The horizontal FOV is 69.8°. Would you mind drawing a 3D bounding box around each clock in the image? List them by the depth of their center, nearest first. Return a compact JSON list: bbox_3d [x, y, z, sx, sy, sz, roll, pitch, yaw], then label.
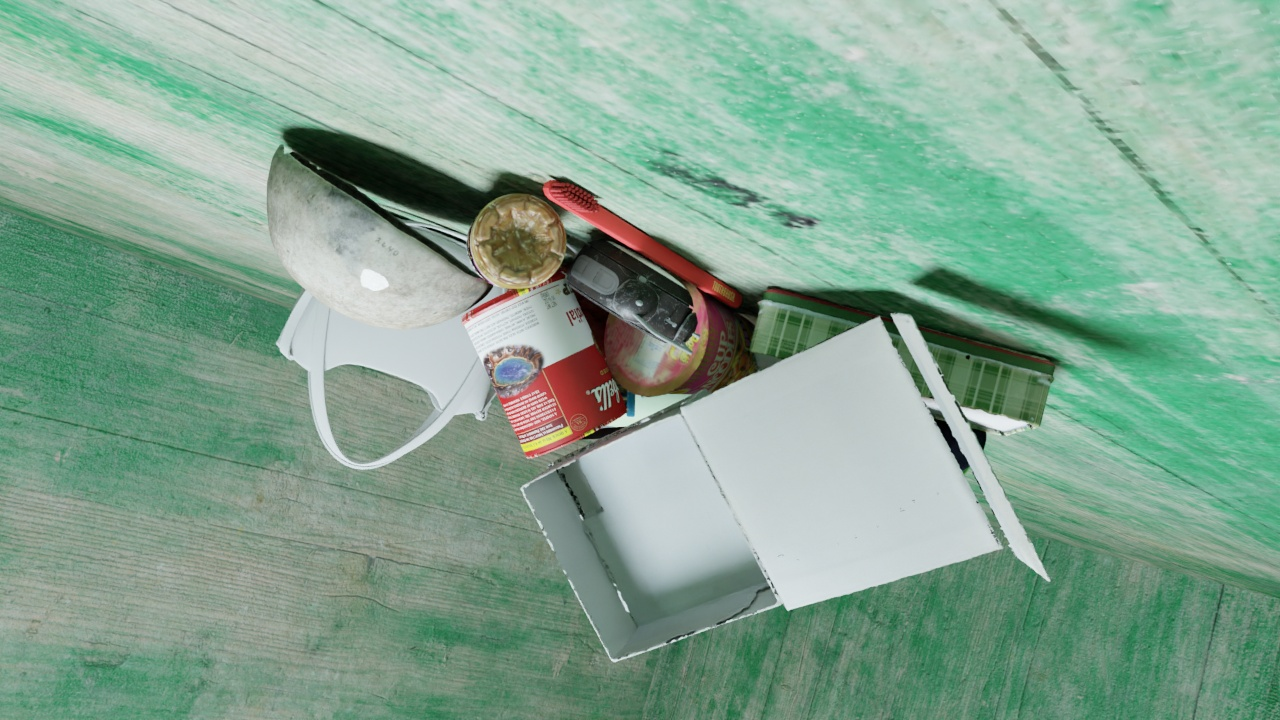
[{"bbox_3d":[-0.002,-0.050,0.645,0.091,0.044,0.123,26,-173,-46],"label":"clock"}]

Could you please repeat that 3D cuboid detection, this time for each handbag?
[{"bbox_3d":[-0.208,-0.006,0.824,0.215,0.222,0.096,20,174,-22],"label":"handbag"}]

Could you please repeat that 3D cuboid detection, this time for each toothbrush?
[{"bbox_3d":[0.014,-0.073,0.617,0.018,0.012,0.212,11,171,42],"label":"toothbrush"}]

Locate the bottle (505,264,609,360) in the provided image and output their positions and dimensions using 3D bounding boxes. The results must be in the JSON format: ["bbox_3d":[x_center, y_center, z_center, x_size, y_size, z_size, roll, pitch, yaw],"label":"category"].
[{"bbox_3d":[-0.061,-0.030,0.779,0.111,0.099,0.099,22,174,2],"label":"bottle"}]

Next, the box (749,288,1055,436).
[{"bbox_3d":[0.183,0.004,0.674,0.206,0.051,0.117,16,176,13],"label":"box"}]

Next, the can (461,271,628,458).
[{"bbox_3d":[-0.072,0.003,0.692,0.086,0.116,0.086,-25,-177,1],"label":"can"}]

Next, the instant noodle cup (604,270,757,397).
[{"bbox_3d":[0.042,-0.012,0.733,0.098,0.097,0.108,12,179,38],"label":"instant noodle cup"}]

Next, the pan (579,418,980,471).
[{"bbox_3d":[0.100,0.052,0.758,0.356,0.021,0.198,-3,-158,2],"label":"pan"}]

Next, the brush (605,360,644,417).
[{"bbox_3d":[-0.005,0.005,0.849,0.075,0.055,0.135,0,-146,-2],"label":"brush"}]

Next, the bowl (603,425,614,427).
[{"bbox_3d":[-0.013,0.073,1.113,0.106,0.039,0.106,17,173,2],"label":"bowl"}]

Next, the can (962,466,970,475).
[{"bbox_3d":[0.249,0.071,0.903,0.083,0.083,0.144,21,172,-30],"label":"can"}]

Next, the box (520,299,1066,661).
[{"bbox_3d":[0.084,0.096,0.643,0.370,0.166,0.098,-28,-179,34],"label":"box"}]

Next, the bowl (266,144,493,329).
[{"bbox_3d":[-0.201,-0.073,0.668,0.178,0.081,0.178,33,-177,-2],"label":"bowl"}]

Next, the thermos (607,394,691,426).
[{"bbox_3d":[-0.002,0.035,0.931,0.231,0.082,0.082,8,174,-6],"label":"thermos"}]

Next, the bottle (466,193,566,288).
[{"bbox_3d":[-0.093,-0.080,0.641,0.059,0.059,0.166,19,180,-14],"label":"bottle"}]
